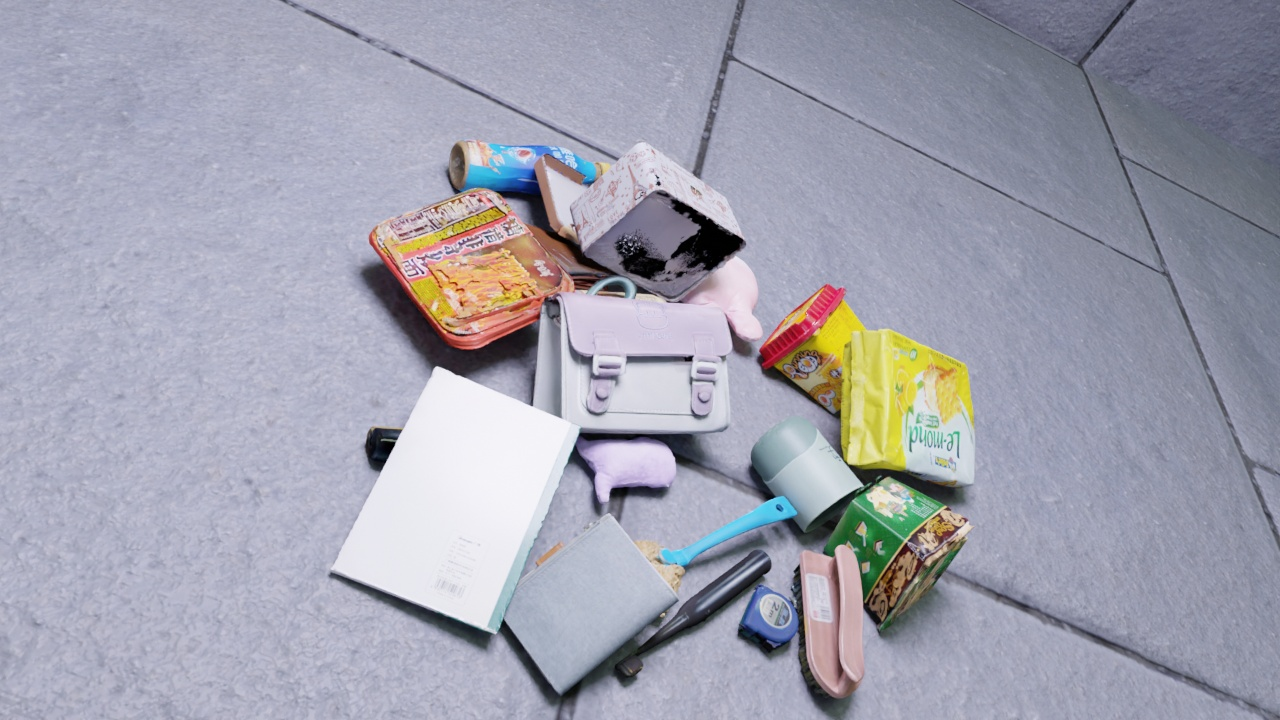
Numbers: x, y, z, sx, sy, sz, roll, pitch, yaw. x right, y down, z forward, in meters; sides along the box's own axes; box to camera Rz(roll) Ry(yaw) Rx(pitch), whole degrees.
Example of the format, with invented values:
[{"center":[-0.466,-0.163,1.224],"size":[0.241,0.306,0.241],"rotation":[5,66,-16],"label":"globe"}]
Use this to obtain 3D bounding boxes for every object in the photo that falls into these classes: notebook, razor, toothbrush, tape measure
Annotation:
[{"center":[-0.156,0.118,0.813],"size":[0.150,0.012,0.208],"rotation":[22,59,-1],"label":"notebook"},{"center":[-0.173,0.086,0.867],"size":[0.167,0.062,0.067],"rotation":[9,16,-15],"label":"razor"},{"center":[0.053,0.236,0.865],"size":[0.027,0.026,0.212],"rotation":[38,41,26],"label":"toothbrush"},{"center":[0.125,0.252,0.891],"size":[0.054,0.025,0.058],"rotation":[34,46,1],"label":"tape measure"}]

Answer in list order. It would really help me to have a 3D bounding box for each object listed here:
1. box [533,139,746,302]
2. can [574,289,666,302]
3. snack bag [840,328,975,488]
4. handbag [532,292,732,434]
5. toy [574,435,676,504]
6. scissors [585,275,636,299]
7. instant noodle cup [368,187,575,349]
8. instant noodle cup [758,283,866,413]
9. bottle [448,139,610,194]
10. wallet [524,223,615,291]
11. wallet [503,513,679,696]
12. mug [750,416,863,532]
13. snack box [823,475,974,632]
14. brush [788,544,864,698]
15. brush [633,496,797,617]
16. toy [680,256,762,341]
[{"center":[0.002,-0.192,1.111],"size":[0.180,0.158,0.197],"rotation":[23,38,-42],"label":"box"},{"center":[-0.029,-0.050,1.068],"size":[0.116,0.059,0.058],"rotation":[1,50,-29],"label":"can"},{"center":[0.317,0.062,1.085],"size":[0.246,0.068,0.158],"rotation":[17,72,-42],"label":"snack bag"},{"center":[-0.006,0.006,0.963],"size":[0.196,0.099,0.145],"rotation":[3,82,-29],"label":"handbag"},{"center":[-0.009,0.108,0.942],"size":[0.107,0.039,0.083],"rotation":[1,49,-32],"label":"toy"},{"center":[-0.015,0.000,1.022],"size":[0.181,0.019,0.170],"rotation":[32,68,-21],"label":"scissors"},{"center":[-0.180,-0.089,0.991],"size":[0.164,0.079,0.189],"rotation":[-27,65,-32],"label":"instant noodle cup"},{"center":[0.234,-0.011,1.147],"size":[0.123,0.116,0.115],"rotation":[45,48,-2],"label":"instant noodle cup"},{"center":[-0.136,-0.246,1.191],"size":[0.218,0.065,0.065],"rotation":[-3,52,-34],"label":"bottle"},{"center":[-0.101,-0.124,1.077],"size":[0.124,0.032,0.101],"rotation":[38,17,25],"label":"wallet"},{"center":[-0.049,0.207,0.798],"size":[0.129,0.037,0.106],"rotation":[-36,69,-15],"label":"wallet"},{"center":[0.185,0.123,1.016],"size":[0.106,0.082,0.111],"rotation":[52,16,23],"label":"mug"},{"center":[0.267,0.196,0.976],"size":[0.118,0.118,0.105],"rotation":[-18,49,-43],"label":"snack box"},{"center":[0.187,0.254,0.890],"size":[0.063,0.073,0.145],"rotation":[19,45,-14],"label":"brush"},{"center":[0.059,0.183,0.897],"size":[0.254,0.046,0.083],"rotation":[-18,57,-33],"label":"brush"},{"center":[0.099,-0.083,1.176],"size":[0.121,0.054,0.159],"rotation":[5,47,-16],"label":"toy"}]
